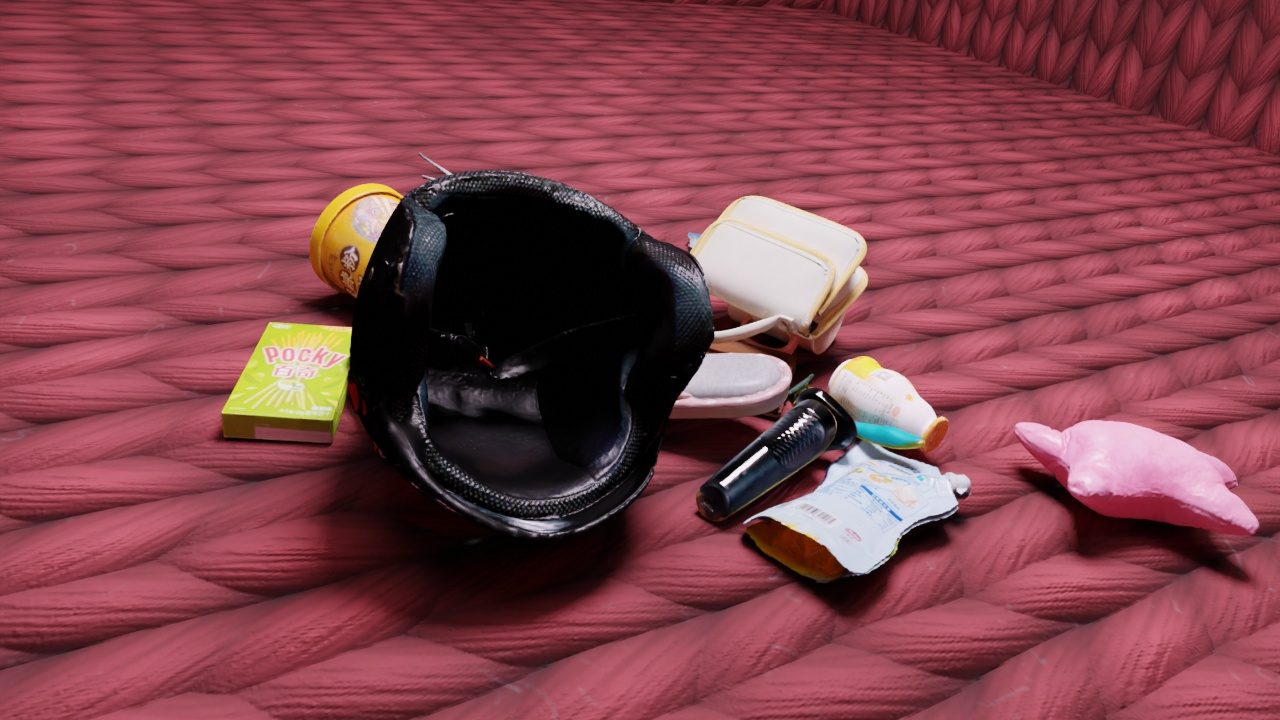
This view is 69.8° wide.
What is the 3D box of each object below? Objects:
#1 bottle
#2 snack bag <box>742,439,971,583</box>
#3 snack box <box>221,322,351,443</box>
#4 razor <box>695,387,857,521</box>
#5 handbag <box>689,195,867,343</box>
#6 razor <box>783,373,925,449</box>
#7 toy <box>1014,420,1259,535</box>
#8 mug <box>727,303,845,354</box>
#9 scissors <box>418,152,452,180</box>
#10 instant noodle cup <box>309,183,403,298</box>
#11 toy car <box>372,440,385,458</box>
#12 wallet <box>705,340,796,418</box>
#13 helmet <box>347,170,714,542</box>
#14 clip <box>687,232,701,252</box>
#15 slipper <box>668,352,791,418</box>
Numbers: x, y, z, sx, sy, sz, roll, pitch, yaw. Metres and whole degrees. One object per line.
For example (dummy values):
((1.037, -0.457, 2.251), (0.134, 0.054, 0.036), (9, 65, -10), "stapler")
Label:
((0.225, 0.042, 0.835), (0.063, 0.063, 0.108), (-17, 38, -37), "bottle")
((0.175, 0.112, 0.722), (0.110, 0.039, 0.190), (11, 22, 43), "snack bag")
((-0.293, 0.015, 0.788), (0.085, 0.026, 0.156), (4, 29, -9), "snack box")
((0.109, 0.081, 0.753), (0.167, 0.068, 0.062), (-30, 67, -35), "razor")
((0.118, -0.078, 0.915), (0.163, 0.063, 0.178), (29, 65, 33), "handbag")
((0.188, 0.051, 0.806), (0.133, 0.028, 0.043), (25, 37, 36), "razor")
((0.427, 0.093, 0.794), (0.194, 0.075, 0.178), (11, 19, -3), "toy")
((0.150, -0.052, 0.978), (0.106, 0.082, 0.114), (23, 62, 27), "mug")
((-0.157, -0.173, 1.081), (0.221, 0.022, 0.227), (39, 17, 10), "scissors")
((-0.247, -0.098, 0.917), (0.114, 0.119, 0.118), (36, 39, 26), "instant noodle cup")
((-0.205, 0.037, 0.762), (0.056, 0.037, 0.122), (-11, 36, -27), "toy car")
((0.087, 0.008, 0.896), (0.124, 0.032, 0.101), (15, 27, 11), "wallet")
((-0.092, 0.000, 0.668), (0.233, 0.231, 0.274), (6, 71, -24), "helmet")
((0.071, -0.146, 1.175), (0.026, 0.036, 0.057), (11, 26, 0), "clip")
((-0.005, 0.005, 0.811), (0.275, 0.054, 0.113), (3, 30, 16), "slipper")
